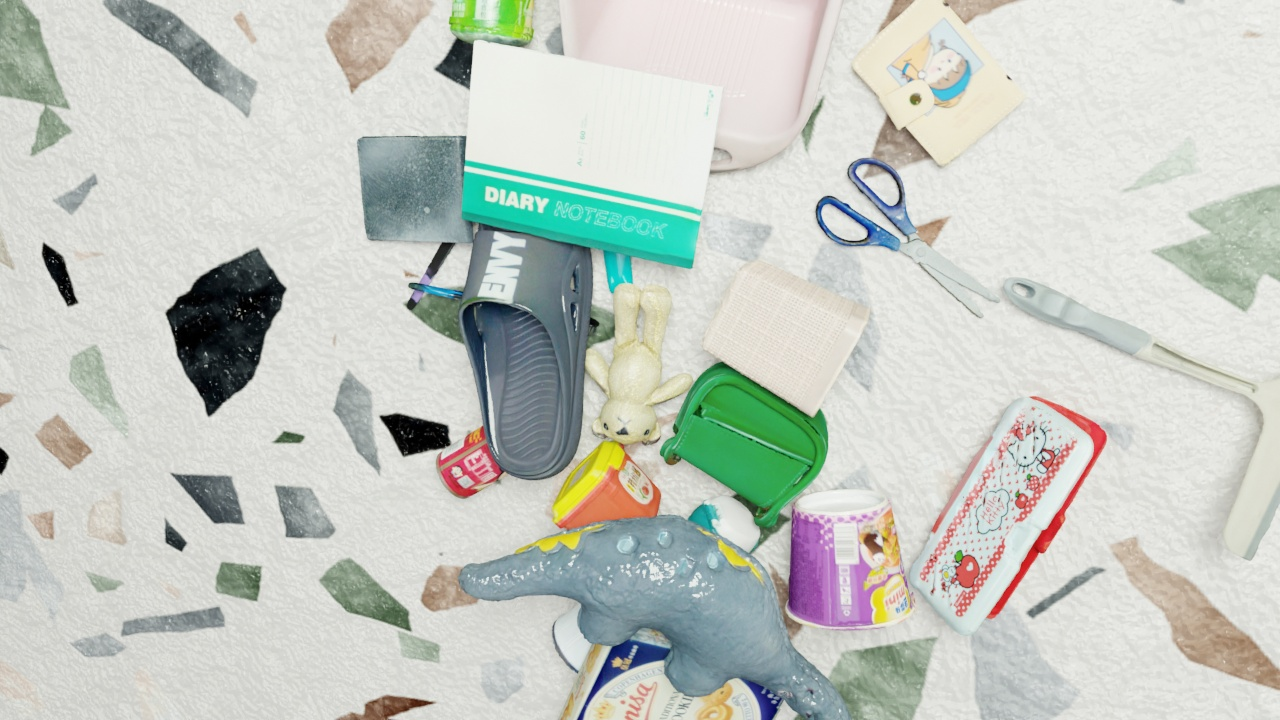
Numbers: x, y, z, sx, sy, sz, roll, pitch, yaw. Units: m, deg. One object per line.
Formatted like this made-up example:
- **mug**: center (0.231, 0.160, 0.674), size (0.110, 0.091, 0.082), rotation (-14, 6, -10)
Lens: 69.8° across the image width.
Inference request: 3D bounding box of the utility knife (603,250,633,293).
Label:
- **utility knife**: center (-0.026, -0.125, 0.818), size (0.029, 0.013, 0.161), rotation (-2, 106, 17)

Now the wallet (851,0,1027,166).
- **wallet**: center (0.231, -0.220, 0.723), size (0.087, 0.024, 0.115), rotation (-41, 93, 15)

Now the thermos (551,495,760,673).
- **thermos**: center (0.017, 0.212, 0.867), size (0.225, 0.073, 0.073), rotation (-42, 91, 19)

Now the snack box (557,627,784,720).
- **snack box**: center (0.027, 0.329, 0.867), size (0.182, 0.045, 0.178), rotation (16, 116, -11)

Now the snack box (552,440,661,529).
- **snack box**: center (-0.029, 0.131, 0.845), size (0.080, 0.091, 0.082), rotation (43, 109, -7)

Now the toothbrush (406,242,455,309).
- **toothbrush**: center (-0.173, -0.120, 0.855), size (0.014, 0.016, 0.189), rotation (40, 111, 7)

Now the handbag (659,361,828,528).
- **handbag**: center (0.093, 0.070, 0.809), size (0.131, 0.067, 0.120), rotation (33, 110, 4)

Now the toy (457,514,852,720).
- **toy**: center (0.033, 0.206, 0.769), size (0.356, 0.091, 0.138), rotation (25, 87, -3)

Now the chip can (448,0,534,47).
- **chip can**: center (-0.113, -0.370, 0.744), size (0.072, 0.072, 0.221), rotation (11, 106, 11)

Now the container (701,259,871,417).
- **container**: center (0.120, -0.025, 0.767), size (0.111, 0.090, 0.090), rotation (29, 109, 8)

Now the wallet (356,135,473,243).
- **wallet**: center (-0.209, -0.157, 0.845), size (0.121, 0.019, 0.097), rotation (5, 105, 23)

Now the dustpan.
- **dustpan**: center (0.039, -0.252, 0.669), size (0.223, 0.273, 0.138), rotation (16, 82, 13)

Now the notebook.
- **notebook**: center (-0.046, -0.167, 0.749), size (0.209, 0.012, 0.150), rotation (14, 114, 12)

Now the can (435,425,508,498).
- **can**: center (-0.129, 0.079, 0.874), size (0.133, 0.053, 0.053), rotation (-31, 95, 19)

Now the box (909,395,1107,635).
- **box**: center (0.302, 0.132, 0.760), size (0.094, 0.091, 0.202), rotation (26, 109, 7)

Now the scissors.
- **scissors**: center (0.218, -0.089, 0.766), size (0.128, 0.012, 0.173), rotation (-21, 99, 16)

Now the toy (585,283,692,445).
- **toy**: center (-0.005, 0.005, 0.816), size (0.105, 0.066, 0.157), rotation (9, 114, 5)

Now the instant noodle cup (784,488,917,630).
- **instant noodle cup**: center (0.178, 0.168, 0.798), size (0.112, 0.111, 0.099), rotation (-5, 94, 15)

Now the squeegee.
- **squeegee**: center (0.404, -0.010, 0.725), size (0.247, 0.039, 0.246), rotation (25, 91, 13)

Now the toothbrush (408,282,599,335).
- **toothbrush**: center (-0.130, -0.050, 0.859), size (0.189, 0.014, 0.016), rotation (12, 123, 8)

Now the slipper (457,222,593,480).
- **slipper**: center (-0.102, -0.029, 0.799), size (0.111, 0.083, 0.268), rotation (-3, 86, 14)
